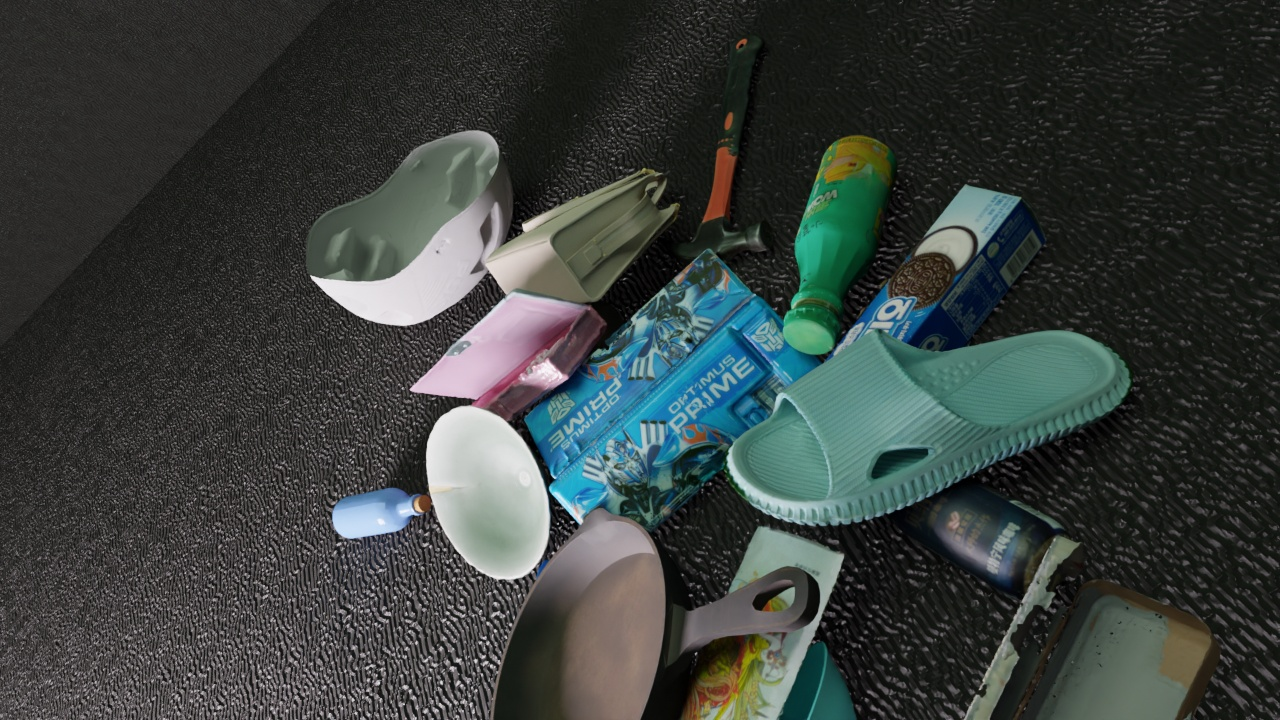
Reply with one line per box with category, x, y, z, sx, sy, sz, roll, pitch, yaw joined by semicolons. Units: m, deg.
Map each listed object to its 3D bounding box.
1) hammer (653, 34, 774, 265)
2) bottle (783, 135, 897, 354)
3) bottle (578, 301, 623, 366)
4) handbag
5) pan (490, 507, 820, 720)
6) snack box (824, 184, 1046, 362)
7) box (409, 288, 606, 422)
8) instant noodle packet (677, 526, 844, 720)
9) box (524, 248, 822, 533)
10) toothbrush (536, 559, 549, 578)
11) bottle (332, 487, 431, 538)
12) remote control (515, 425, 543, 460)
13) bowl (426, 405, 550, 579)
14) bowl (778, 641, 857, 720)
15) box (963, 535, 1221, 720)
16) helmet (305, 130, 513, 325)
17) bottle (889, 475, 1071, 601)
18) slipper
hammer;0.097;-0.237;0.995;0.133;0.033;0.332;-13;51;36
bottle;0.165;-0.098;0.772;0.068;0.068;0.209;-7;47;39
bottle;-0.072;-0.021;0.957;0.109;0.060;0.060;-16;50;33
handbag;-0.043;-0.141;0.971;0.197;0.101;0.195;-43;19;-24
pan;0.002;0.209;0.655;0.357;0.043;0.248;-33;38;44
snack box;0.214;-0.029;0.703;0.226;0.059;0.059;-52;37;-1
box;-0.146;0.005;0.914;0.233;0.098;0.099;-35;15;45
instant noodle packet;0.049;0.243;0.622;0.268;0.057;0.147;-60;9;-14
box;0.015;0.031;0.789;0.244;0.063;0.174;-43;67;8
toothbrush;-0.102;0.242;0.818;0.021;0.016;0.132;0;63;43
bottle;-0.281;0.166;1.012;0.131;0.048;0.048;-15;51;34
remote control;-0.116;0.089;0.944;0.141;0.021;0.045;-21;47;37
bowl;-0.129;0.118;0.889;0.174;0.067;0.174;13;110;38
bowl;0.108;0.244;0.579;0.046;0.121;0.121;28;77;6
box;0.225;0.218;0.495;0.108;0.095;0.216;28;79;24
helmet;-0.275;-0.172;1.160;0.283;0.183;0.224;-49;45;11
bottle;0.204;0.100;0.614;0.056;0.056;0.161;-54;40;-5
slipper;0.188;0.030;0.608;0.276;0.069;0.115;-19;40;0
